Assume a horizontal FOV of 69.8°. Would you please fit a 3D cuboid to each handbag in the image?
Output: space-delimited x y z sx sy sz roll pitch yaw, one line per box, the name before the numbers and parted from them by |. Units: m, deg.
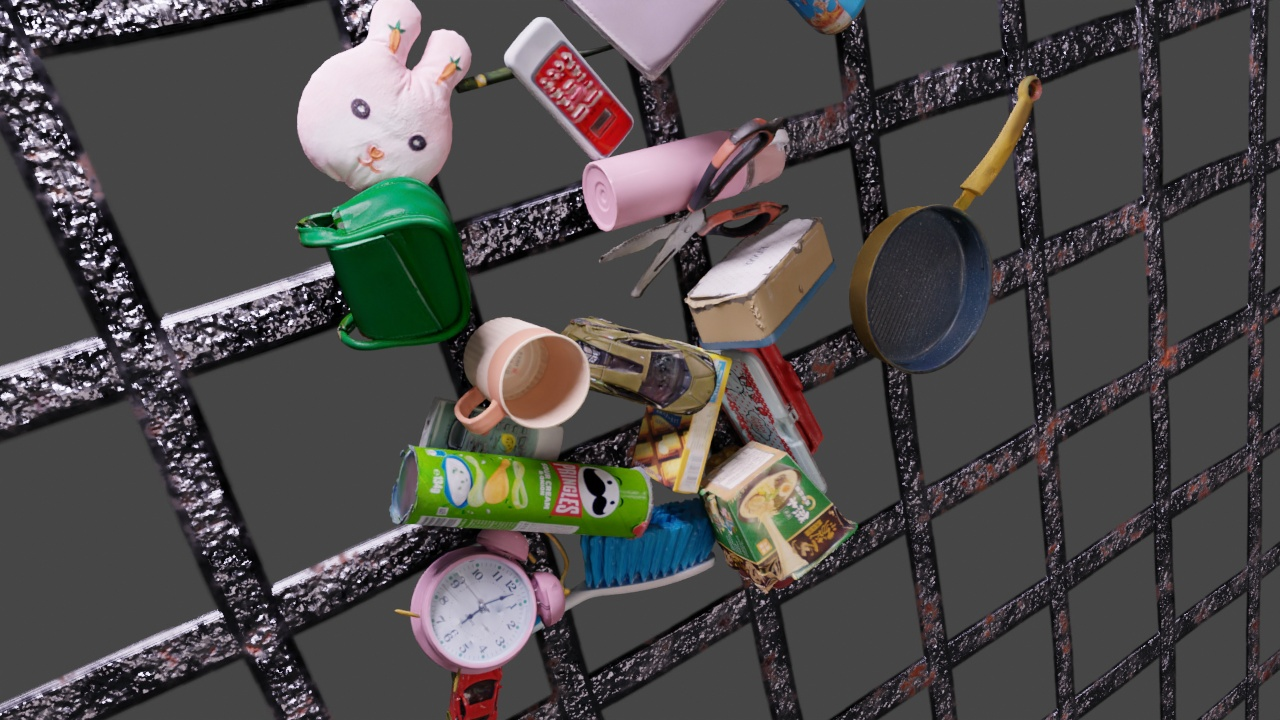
handbag | -0.204 -0.076 0.750 0.120 0.068 0.131 -15 134 -9
handbag | 0.023 -0.358 0.775 0.145 0.098 0.197 41 101 -14

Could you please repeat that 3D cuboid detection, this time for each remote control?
remote control | -0.138 0.075 0.865 0.135 0.019 0.056 17 93 -31
remote control | -0.061 -0.240 0.822 0.056 0.020 0.136 -50 128 -4

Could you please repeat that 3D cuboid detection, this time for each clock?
clock | -0.137 0.219 0.854 0.158 0.060 0.117 -38 90 -24

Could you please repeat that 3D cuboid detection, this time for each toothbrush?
toothbrush | -0.081 -0.270 0.819 0.185 0.012 0.017 -24 107 -22

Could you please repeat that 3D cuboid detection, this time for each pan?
pan | 0.365 -0.155 1.058 0.197 0.078 0.357 18 93 -32

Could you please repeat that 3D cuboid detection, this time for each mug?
mug | -0.115 0.018 0.814 0.114 0.106 0.082 -43 118 -14

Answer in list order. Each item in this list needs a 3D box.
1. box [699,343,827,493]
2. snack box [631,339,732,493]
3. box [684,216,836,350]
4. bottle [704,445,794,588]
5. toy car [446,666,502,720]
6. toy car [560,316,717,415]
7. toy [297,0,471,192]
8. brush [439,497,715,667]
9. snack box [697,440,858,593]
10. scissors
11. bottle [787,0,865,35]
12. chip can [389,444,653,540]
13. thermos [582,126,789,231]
box | 0.146 0.049 0.971 0.095 0.102 0.201 -40 118 -15
snack box | 0.040 0.055 0.921 0.033 0.087 0.140 13 95 -32
box | 0.118 -0.075 0.901 0.183 0.090 0.062 -46 122 -39
bottle | 0.127 0.177 1.017 0.057 0.057 0.175 -35 116 -18
toy car | -0.160 0.326 0.894 0.049 0.031 0.106 -7 124 -30
toy car | -0.005 0.005 0.871 0.158 0.042 0.070 15 96 9
toy | -0.203 -0.212 0.742 0.121 0.054 0.159 26 84 -32
brush | -0.055 0.223 0.932 0.314 0.060 0.109 -9 110 -25
snack box | 0.126 0.146 0.916 0.117 0.118 0.105 -36 106 -14
scissors | 0.060 -0.140 0.867 0.222 0.015 0.189 -21 149 -23
bottle | 0.125 -0.397 0.873 0.218 0.065 0.065 28 87 -31
chip can | -0.105 0.124 0.845 0.235 0.072 0.072 9 97 -29
thermos | 0.050 -0.181 0.871 0.198 0.087 0.067 -19 89 -23
